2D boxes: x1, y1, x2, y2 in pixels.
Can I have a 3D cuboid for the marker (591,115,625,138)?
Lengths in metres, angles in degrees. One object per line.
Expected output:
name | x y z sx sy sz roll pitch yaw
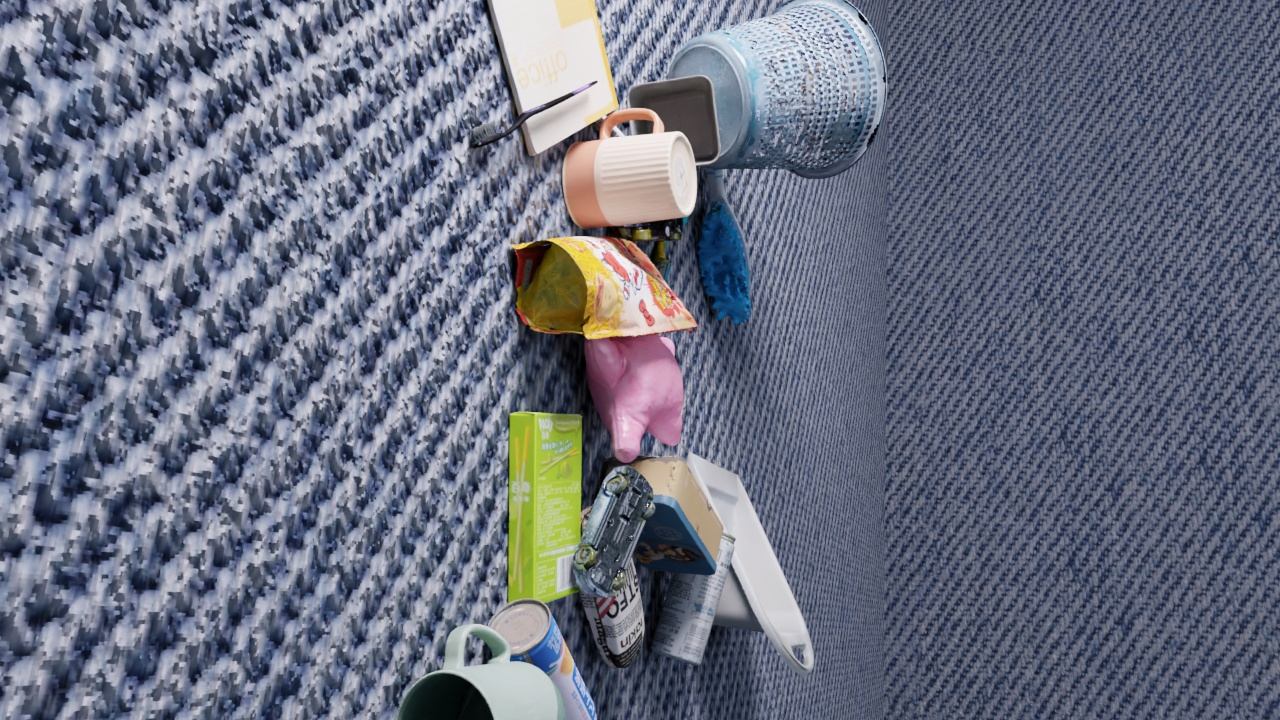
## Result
marker | -0.040 -0.237 0.912 0.145 0.017 0.017 27 64 -65

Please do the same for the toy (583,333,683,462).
toy | -0.005 0.005 0.905 0.194 0.075 0.178 -11 85 -68

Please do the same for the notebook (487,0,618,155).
notebook | -0.081 -0.299 0.792 0.145 0.010 0.206 -45 129 -47

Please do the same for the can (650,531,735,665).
can | 0.060 0.260 1.022 0.058 0.058 0.146 45 60 -59

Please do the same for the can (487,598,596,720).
can | -0.077 0.255 0.735 0.053 0.053 0.135 -64 145 -48

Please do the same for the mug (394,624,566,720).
mug | -0.107 0.239 0.633 0.106 0.082 0.111 27 51 -63

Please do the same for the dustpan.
dustpan | 0.153 0.264 1.182 0.222 0.143 0.257 33 59 -63

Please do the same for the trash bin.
trash bin | 0.145 -0.319 1.104 0.194 0.227 0.227 -18 108 -35

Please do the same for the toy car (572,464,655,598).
toy car | -0.026 0.151 0.814 0.054 0.037 0.120 46 53 -36

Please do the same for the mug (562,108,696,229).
mug | -0.007 -0.184 0.868 0.081 0.106 0.114 37 55 -62

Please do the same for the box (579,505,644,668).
box | -0.025 0.213 0.864 0.070 0.056 0.164 -32 116 -44

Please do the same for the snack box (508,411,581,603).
snack box | -0.079 0.122 0.775 0.085 0.026 0.156 9 80 -67

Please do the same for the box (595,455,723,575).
box | 0.022 0.157 0.939 0.184 0.090 0.060 56 39 -48

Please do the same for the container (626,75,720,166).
container | 0.040 -0.254 0.992 0.114 0.090 0.090 -64 147 -75

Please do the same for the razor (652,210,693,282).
razor | 0.037 -0.142 1.075 0.043 0.028 0.132 98 11 -49

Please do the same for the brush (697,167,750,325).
brush | 0.100 -0.208 1.212 0.109 0.061 0.315 -63 142 -59

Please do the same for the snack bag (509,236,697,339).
snack bag | -0.029 -0.067 0.832 0.128 0.073 0.207 49 25 15

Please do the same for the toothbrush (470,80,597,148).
toothbrush | -0.085 -0.212 0.771 0.188 0.014 0.017 -46 115 -48

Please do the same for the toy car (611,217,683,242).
toy car | 0.009 -0.161 0.989 0.157 0.042 0.070 -11 99 -64

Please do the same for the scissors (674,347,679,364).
scissors | 0.011 0.033 1.025 0.177 0.014 0.159 -65 143 -44
